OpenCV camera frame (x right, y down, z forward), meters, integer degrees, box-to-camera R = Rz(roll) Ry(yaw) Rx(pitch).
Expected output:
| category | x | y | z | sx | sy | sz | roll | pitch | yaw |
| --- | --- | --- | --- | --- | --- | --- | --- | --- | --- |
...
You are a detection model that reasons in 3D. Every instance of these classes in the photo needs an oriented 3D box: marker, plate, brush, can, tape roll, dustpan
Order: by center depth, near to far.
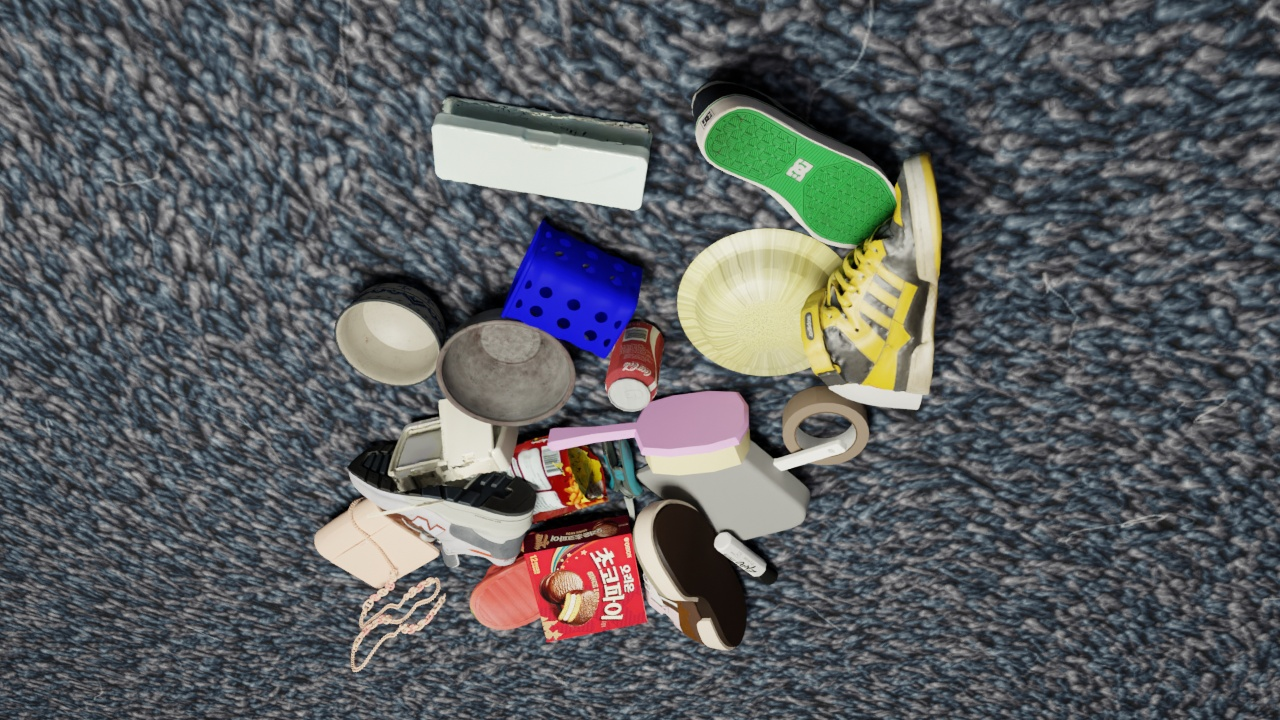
| category | x | y | z | sx | sy | sz | roll | pitch | yaw |
| --- | --- | --- | --- | --- | --- | --- | --- | --- | --- |
| plate | 0.129 | -0.045 | 0.937 | 0.184 | 0.036 | 0.185 | 4 | 129 | 5 |
| can | -0.006 | 0.006 | 0.959 | 0.054 | 0.096 | 0.054 | 4 | 129 | 5 |
| tape roll | 0.206 | 0.073 | 1.024 | 0.094 | 0.030 | 0.094 | 4 | 129 | 5 |
| brush | 0.010 | 0.086 | 1.025 | 0.229 | 0.089 | 0.043 | -8 | 131 | 13 |
| dustpan | 0.133 | 0.139 | 1.069 | 0.163 | 0.033 | 0.258 | 40 | 141 | -22 |
| marker | 0.137 | 0.255 | 1.169 | 0.025 | 0.025 | 0.126 | -27 | 133 | 26 |

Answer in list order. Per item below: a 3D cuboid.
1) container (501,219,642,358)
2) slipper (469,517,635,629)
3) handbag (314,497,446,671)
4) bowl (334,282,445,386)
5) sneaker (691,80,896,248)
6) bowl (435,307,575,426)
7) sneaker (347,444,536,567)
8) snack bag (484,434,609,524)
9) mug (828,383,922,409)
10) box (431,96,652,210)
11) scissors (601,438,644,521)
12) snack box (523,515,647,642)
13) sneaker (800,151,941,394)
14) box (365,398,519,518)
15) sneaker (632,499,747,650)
| category | x | y | z | sx | sy | sz | roll | pitch | yaw |
| --- | --- | --- | --- | --- | --- | --- | --- | --- | --- |
| container | -0.066 | -0.070 | 0.917 | 0.113 | 0.084 | 0.085 | 24 | 127 | -12 |
| slipper | -0.120 | 0.270 | 1.215 | 0.249 | 0.059 | 0.103 | -32 | 118 | 11 |
| handbag | -0.340 | 0.265 | 1.159 | 0.199 | 0.186 | 0.116 | -32 | 125 | 34 |
| bowl | -0.263 | -0.035 | 0.990 | 0.115 | 0.059 | 0.116 | 4 | 129 | 5 |
| sneaker | 0.142 | -0.177 | 0.817 | 0.235 | 0.079 | 0.084 | 24 | 123 | -32 |
| bowl | -0.142 | -0.004 | 0.985 | 0.145 | 0.067 | 0.145 | -1 | 130 | -1 |
| sneaker | -0.240 | 0.189 | 1.112 | 0.240 | 0.088 | 0.124 | 12 | 123 | 15 |
| snack bag | -0.153 | 0.156 | 1.126 | 0.208 | 0.066 | 0.139 | -18 | 118 | 24 |
| mug | 0.243 | 0.019 | 0.960 | 0.089 | 0.071 | 0.107 | 4 | 156 | 9 |
| box | -0.091 | -0.187 | 0.847 | 0.199 | 0.072 | 0.086 | 8 | 110 | 0 |
| scissors | -0.016 | 0.141 | 1.110 | 0.130 | 0.019 | 0.135 | 44 | 139 | -5 |
| snack box | -0.069 | 0.280 | 1.172 | 0.132 | 0.035 | 0.152 | -11 | 120 | -2 |
| sneaker | 0.207 | -0.072 | 0.836 | 0.122 | 0.085 | 0.239 | -1 | 122 | 12 |
| box | -0.222 | 0.108 | 1.018 | 0.143 | 0.181 | 0.081 | -15 | 124 | 11 |
| sneaker | 0.037 | 0.267 | 1.160 | 0.117 | 0.111 | 0.294 | -3 | 143 | 27 |
